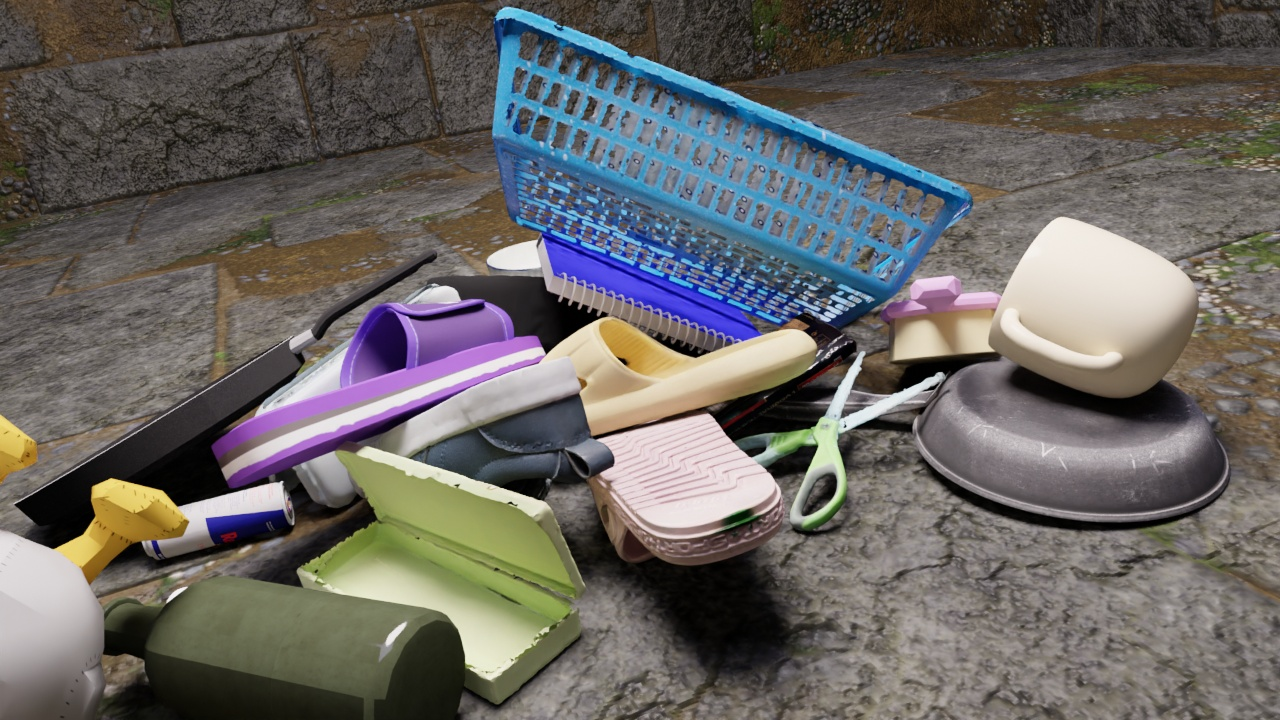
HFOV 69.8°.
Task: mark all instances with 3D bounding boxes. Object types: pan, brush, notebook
[{"bbox_3d":[-0.306,0.017,0.713,0.356,0.034,0.225,-32,13,-5],"label":"pan"},{"bbox_3d":[0.215,-0.025,0.653,0.089,0.043,0.228,-5,-4,19],"label":"brush"},{"bbox_3d":[0.013,-0.050,0.803,0.209,0.022,0.171,20,15,-16],"label":"notebook"},{"bbox_3d":[0.206,0.034,0.645,0.357,0.055,0.186,11,28,31],"label":"pan"}]

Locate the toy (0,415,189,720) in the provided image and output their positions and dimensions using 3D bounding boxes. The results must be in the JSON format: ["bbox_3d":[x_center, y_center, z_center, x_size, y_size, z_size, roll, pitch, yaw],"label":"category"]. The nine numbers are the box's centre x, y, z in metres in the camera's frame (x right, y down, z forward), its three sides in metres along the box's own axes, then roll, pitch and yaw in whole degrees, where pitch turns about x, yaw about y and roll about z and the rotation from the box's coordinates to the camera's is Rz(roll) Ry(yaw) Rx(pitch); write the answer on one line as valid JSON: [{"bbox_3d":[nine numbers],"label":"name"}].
[{"bbox_3d":[-0.322,0.159,0.393,0.247,0.141,0.266,-23,39,52],"label":"toy"}]

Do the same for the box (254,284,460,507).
[{"bbox_3d":[-0.195,0.022,0.716,0.083,0.123,0.214,27,47,18],"label":"box"}]

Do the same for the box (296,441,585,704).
[{"bbox_3d":[-0.126,0.118,0.521,0.188,0.091,0.083,8,44,41],"label":"box"}]

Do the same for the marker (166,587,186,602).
[{"bbox_3d":[-0.217,0.152,0.527,0.133,0.023,0.027,2,46,23],"label":"marker"}]

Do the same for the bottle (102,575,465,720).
[{"bbox_3d":[-0.192,0.148,0.462,0.207,0.071,0.071,2,24,23],"label":"bottle"}]

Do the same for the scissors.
[{"bbox_3d":[0.119,0.047,0.619,0.160,0.025,0.170,-11,31,37],"label":"scissors"}]

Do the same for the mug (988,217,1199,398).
[{"bbox_3d":[0.282,-0.023,0.571,0.100,0.096,0.119,32,44,29],"label":"mug"}]

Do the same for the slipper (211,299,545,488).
[{"bbox_3d":[-0.175,0.000,0.641,0.107,0.084,0.265,-26,-2,39],"label":"slipper"}]

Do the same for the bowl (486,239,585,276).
[{"bbox_3d":[-0.109,-0.091,1.029,0.118,0.062,0.118,-7,23,3],"label":"bowl"}]

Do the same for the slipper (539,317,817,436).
[{"bbox_3d":[-0.004,0.004,0.669,0.262,0.079,0.111,-15,1,19],"label":"slipper"}]

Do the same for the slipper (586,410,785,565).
[{"bbox_3d":[0.022,0.085,0.552,0.094,0.064,0.239,-16,10,-9],"label":"slipper"}]

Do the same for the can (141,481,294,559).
[{"bbox_3d":[-0.293,0.111,0.638,0.095,0.032,0.032,-14,23,-13],"label":"can"}]

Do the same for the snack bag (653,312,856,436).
[{"bbox_3d":[0.083,0.016,0.697,0.155,0.018,0.074,-32,28,-6],"label":"snack bag"}]

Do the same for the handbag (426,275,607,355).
[{"bbox_3d":[-0.111,-0.021,0.864,0.154,0.114,0.125,0,0,26],"label":"handbag"}]

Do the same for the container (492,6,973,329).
[{"bbox_3d":[0.044,-0.124,0.746,0.362,0.089,0.257,21,-9,-1],"label":"container"}]

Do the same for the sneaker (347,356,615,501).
[{"bbox_3d":[-0.107,0.069,0.598,0.089,0.087,0.236,-19,-5,-45],"label":"sneaker"}]
